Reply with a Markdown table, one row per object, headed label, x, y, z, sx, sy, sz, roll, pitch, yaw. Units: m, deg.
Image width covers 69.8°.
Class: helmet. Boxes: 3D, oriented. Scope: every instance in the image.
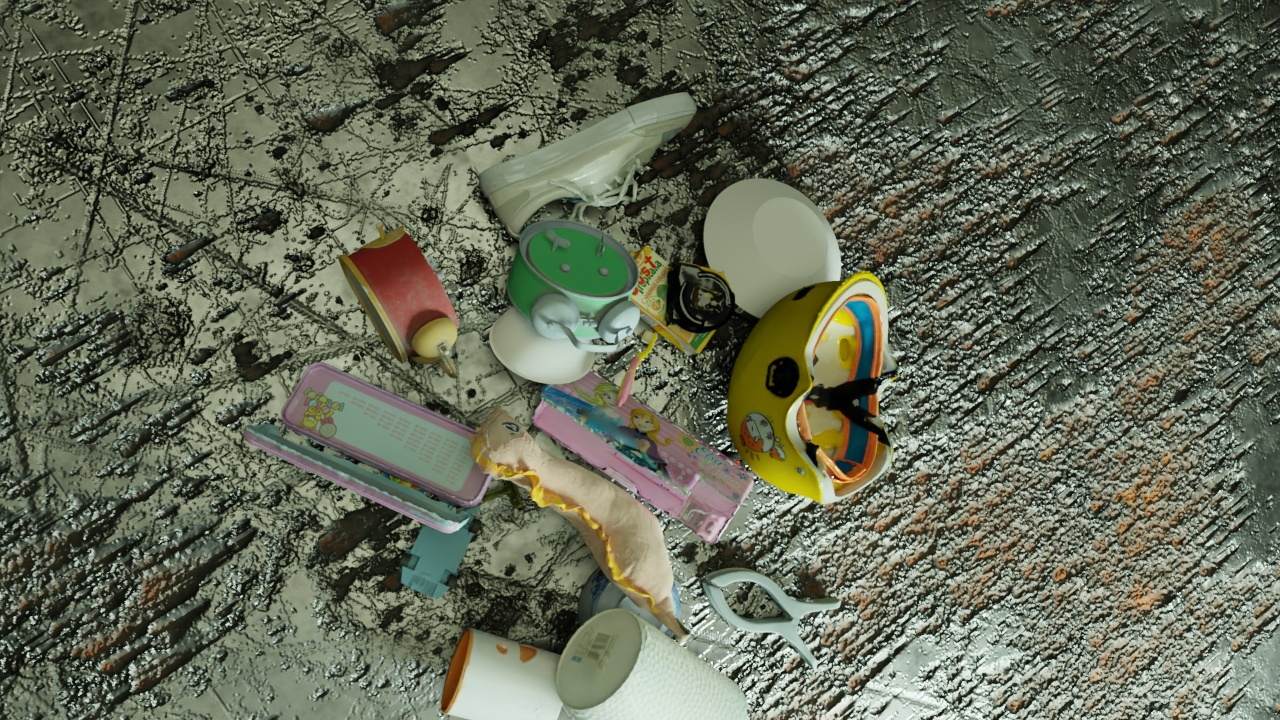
| label | x | y | z | sx | sy | sz | roll | pitch | yaw |
| --- | --- | --- | --- | --- | --- | --- | --- | --- | --- |
| helmet | 0.168 | 0.025 | 0.961 | 0.208 | 0.140 | 0.240 | -6 | 99 | -51 |

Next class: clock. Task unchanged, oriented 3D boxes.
| label | x | y | z | sx | sy | sz | roll | pitch | yaw |
| --- | --- | --- | --- | --- | --- | --- | --- | --- | --- |
| clock | -0.217 | -0.054 | 0.891 | 0.081 | 0.117 | 0.159 | -32 | 92 | -17 |
| clock | -0.060 | -0.070 | 0.894 | 0.121 | 0.076 | 0.161 | 3 | 44 | -26 |

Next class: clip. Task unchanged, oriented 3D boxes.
| label | x | y | z | sx | sy | sz | roll | pitch | yaw |
| --- | --- | --- | --- | --- | --- | --- | --- | --- | --- |
| clip | 0.140 | 0.284 | 1.014 | 0.162 | 0.027 | 0.090 | 17 | 85 | -13 |

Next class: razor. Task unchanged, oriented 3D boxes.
| label | x | y | z | sx | sy | sz | roll | pitch | yaw |
| --- | --- | --- | --- | --- | --- | --- | --- | --- | --- |
| razor | -0.174 | 0.145 | 0.927 | 0.105 | 0.026 | 0.042 | -18 | 81 | -25 |

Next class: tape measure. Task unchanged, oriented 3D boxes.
| label | x | y | z | sx | sy | sz | roll | pitch | yaw |
| --- | --- | --- | --- | --- | --- | --- | --- | --- | --- |
| tape measure | 0.061 | -0.064 | 0.960 | 0.072 | 0.042 | 0.071 | 6 | 82 | -17 |

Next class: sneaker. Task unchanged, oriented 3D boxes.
| label | x | y | z | sx | sy | sz | roll | pitch | yaw |
| --- | --- | --- | --- | --- | --- | --- | --- | --- | --- |
| sneaker | -0.043 | -0.200 | 0.964 | 0.242 | 0.089 | 0.091 | -26 | 98 | -8 |

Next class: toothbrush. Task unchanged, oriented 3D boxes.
| label | x | y | z | sx | sy | sz | roll | pitch | yaw |
| --- | --- | --- | --- | --- | --- | --- | --- | --- | --- |
| toothbrush | -0.006 | 0.006 | 0.956 | 0.016 | 0.021 | 0.135 | 28 | 38 | -1 |

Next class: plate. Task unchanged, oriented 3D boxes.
| label | x | y | z | sx | sy | sz | roll | pitch | yaw |
| --- | --- | --- | --- | --- | --- | --- | --- | --- | --- |
| plate | 0.156 | -0.129 | 1.010 | 0.173 | 0.036 | 0.173 | 6 | 72 | -20 |

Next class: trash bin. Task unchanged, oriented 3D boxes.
| label | x | y | z | sx | sy | sz | roll | pitch | yaw |
| --- | --- | --- | --- | --- | --- | --- | --- | --- | --- |
| trash bin | 0.008 | 0.330 | 0.898 | 0.133 | 0.133 | 0.161 | -49 | 119 | -12 |

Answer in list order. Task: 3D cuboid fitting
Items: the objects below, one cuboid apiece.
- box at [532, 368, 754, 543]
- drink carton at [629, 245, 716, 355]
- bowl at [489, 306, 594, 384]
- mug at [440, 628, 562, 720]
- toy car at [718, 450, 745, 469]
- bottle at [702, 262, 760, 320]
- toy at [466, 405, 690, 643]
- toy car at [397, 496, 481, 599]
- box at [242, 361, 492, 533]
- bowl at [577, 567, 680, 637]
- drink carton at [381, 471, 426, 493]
| label | x | y | z | sx | sy | sz | roll | pitch | yaw |
| --- | --- | --- | --- | --- | --- | --- | --- | --- | --- |
| box | 0.000 | 0.089 | 0.919 | 0.230 | 0.090 | 0.084 | 33 | 87 | 8 |
| drink carton | 0.027 | -0.066 | 0.994 | 0.122 | 0.041 | 0.058 | 37 | 79 | -9 |
| bowl | -0.094 | -0.029 | 0.927 | 0.110 | 0.041 | 0.109 | 13 | 40 | -12 |
| mug | -0.135 | 0.320 | 0.912 | 0.105 | 0.082 | 0.082 | 20 | 82 | -14 |
| toy car | 0.063 | 0.121 | 0.990 | 0.100 | 0.049 | 0.051 | 5 | 85 | -15 |
| bottle | 0.112 | -0.070 | 1.018 | 0.110 | 0.036 | 0.036 | 27 | 81 | -12 |
| toy | -0.055 | 0.152 | 0.883 | 0.065 | 0.196 | 0.264 | -41 | 128 | 14 |
| toy car | -0.202 | 0.185 | 0.929 | 0.060 | 0.028 | 0.107 | 28 | 64 | -12 |
| box | -0.249 | 0.088 | 0.868 | 0.214 | 0.139 | 0.062 | 24 | 122 | 1 |
| bowl | -0.006 | 0.266 | 0.967 | 0.114 | 0.045 | 0.114 | 1 | 87 | -15 |
| drink carton | -0.194 | 0.103 | 0.926 | 0.128 | 0.039 | 0.044 | -16 | 72 | -15 |
